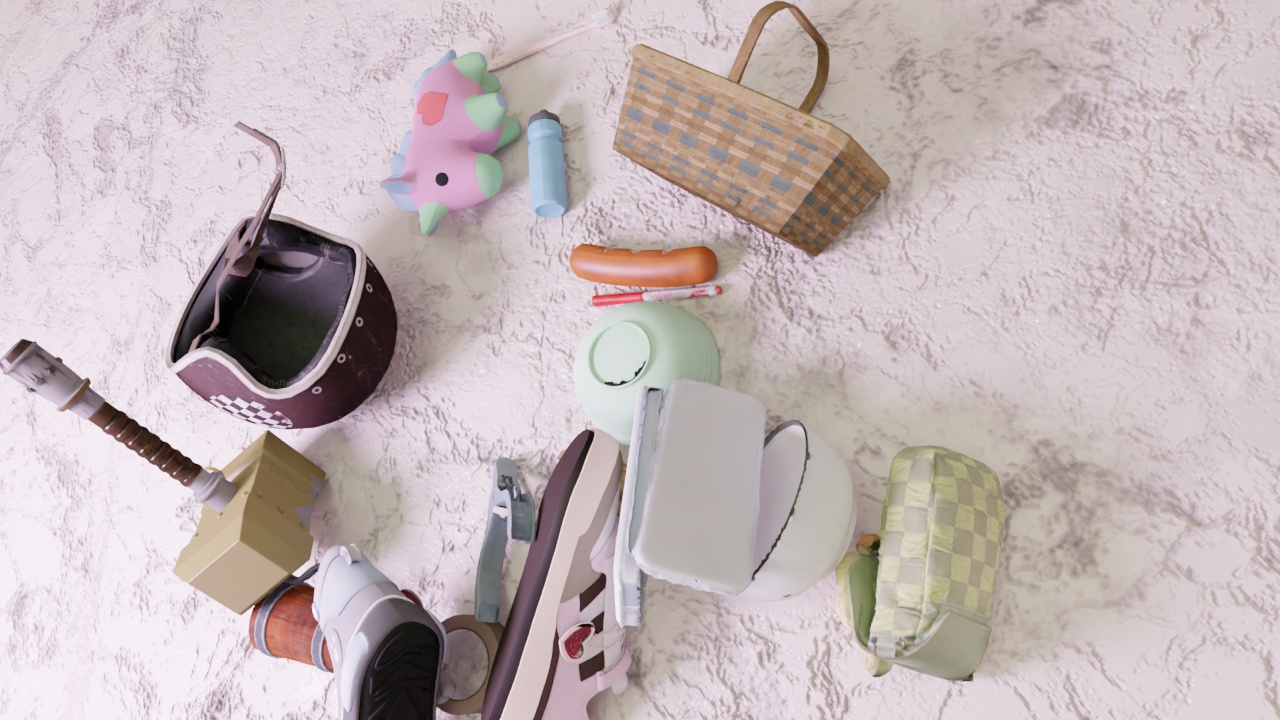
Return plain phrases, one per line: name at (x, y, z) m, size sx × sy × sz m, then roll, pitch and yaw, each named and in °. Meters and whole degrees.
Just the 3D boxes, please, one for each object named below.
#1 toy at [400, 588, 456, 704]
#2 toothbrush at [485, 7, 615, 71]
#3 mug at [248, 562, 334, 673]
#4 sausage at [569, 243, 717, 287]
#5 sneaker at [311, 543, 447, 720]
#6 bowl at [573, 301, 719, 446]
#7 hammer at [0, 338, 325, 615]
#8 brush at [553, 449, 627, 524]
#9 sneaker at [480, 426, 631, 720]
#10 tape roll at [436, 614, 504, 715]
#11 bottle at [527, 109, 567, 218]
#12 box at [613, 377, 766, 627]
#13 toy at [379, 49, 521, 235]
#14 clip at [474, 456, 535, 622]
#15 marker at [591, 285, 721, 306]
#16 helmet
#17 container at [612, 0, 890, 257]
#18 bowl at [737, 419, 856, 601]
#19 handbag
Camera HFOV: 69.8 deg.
toy at (-0.211, 0.278, 0.892) m, size 0.111 × 0.030 × 0.049 m, roll 56°, pitch 129°, yaw 25°
toothbrush at (-0.114, -0.382, 1.099) m, size 0.181 × 0.018 × 0.015 m, roll -15°, pitch 68°, yaw 21°
mug at (-0.337, 0.263, 0.960) m, size 0.111 × 0.081 × 0.117 m, roll 9°, pitch 96°, yaw 23°
sausage at (-0.001, -0.097, 0.943) m, size 0.164 × 0.039 × 0.044 m, roll 5°, pitch 59°, yaw 26°
sneaker at (-0.266, 0.303, 0.877) m, size 0.160 × 0.092 × 0.257 m, roll 37°, pitch 125°, yaw 38°
bowl at (-0.005, 0.005, 0.893) m, size 0.151 × 0.077 × 0.150 m, roll -8°, pitch 70°, yaw 24°
hammer at (-0.487, 0.094, 0.928) m, size 0.101 × 0.325 × 0.190 m, roll -39°, pitch 29°, yaw 9°
brush at (-0.001, 0.138, 0.868) m, size 0.195 × 0.043 × 0.059 m, roll 27°, pitch 86°, yaw 28°
sneaker at (-0.046, 0.210, 0.821) m, size 0.116 × 0.112 × 0.294 m, roll 16°, pitch 92°, yaw -12°
tape roll at (-0.170, 0.299, 0.903) m, size 0.094 × 0.030 × 0.093 m, roll -8°, pitch 71°, yaw 23°
bottle at (-0.106, -0.225, 1.032) m, size 0.040 × 0.040 × 0.130 m, roll -13°, pitch 69°, yaw 21°
box at (0.030, 0.122, 0.769) m, size 0.130 × 0.106 × 0.210 m, roll 14°, pitch 45°, yaw 3°
toy at (-0.229, -0.261, 1.068) m, size 0.171 × 0.120 × 0.222 m, roll -28°, pitch 65°, yaw 4°
clip at (-0.124, 0.158, 0.873) m, size 0.165 × 0.031 × 0.168 m, roll 140°, pitch 137°, yaw -60°
marker at (0.016, -0.066, 0.943) m, size 0.142 × 0.013 × 0.012 m, roll -3°, pitch 73°, yaw 24°
helmet at (-0.388, -0.051, 0.988) m, size 0.235 × 0.253 × 0.232 m, roll -26°, pitch 46°, yaw 40°
container at (0.114, -0.233, 0.872) m, size 0.250 × 0.157 × 0.186 m, roll 33°, pitch 100°, yaw 29°
bowl at (0.126, 0.131, 0.759) m, size 0.073 × 0.153 × 0.153 m, roll 24°, pitch 84°, yaw -9°
handbag at (0.217, 0.161, 0.732) m, size 0.117 × 0.113 × 0.186 m, roll -7°, pitch 63°, yaw 47°
